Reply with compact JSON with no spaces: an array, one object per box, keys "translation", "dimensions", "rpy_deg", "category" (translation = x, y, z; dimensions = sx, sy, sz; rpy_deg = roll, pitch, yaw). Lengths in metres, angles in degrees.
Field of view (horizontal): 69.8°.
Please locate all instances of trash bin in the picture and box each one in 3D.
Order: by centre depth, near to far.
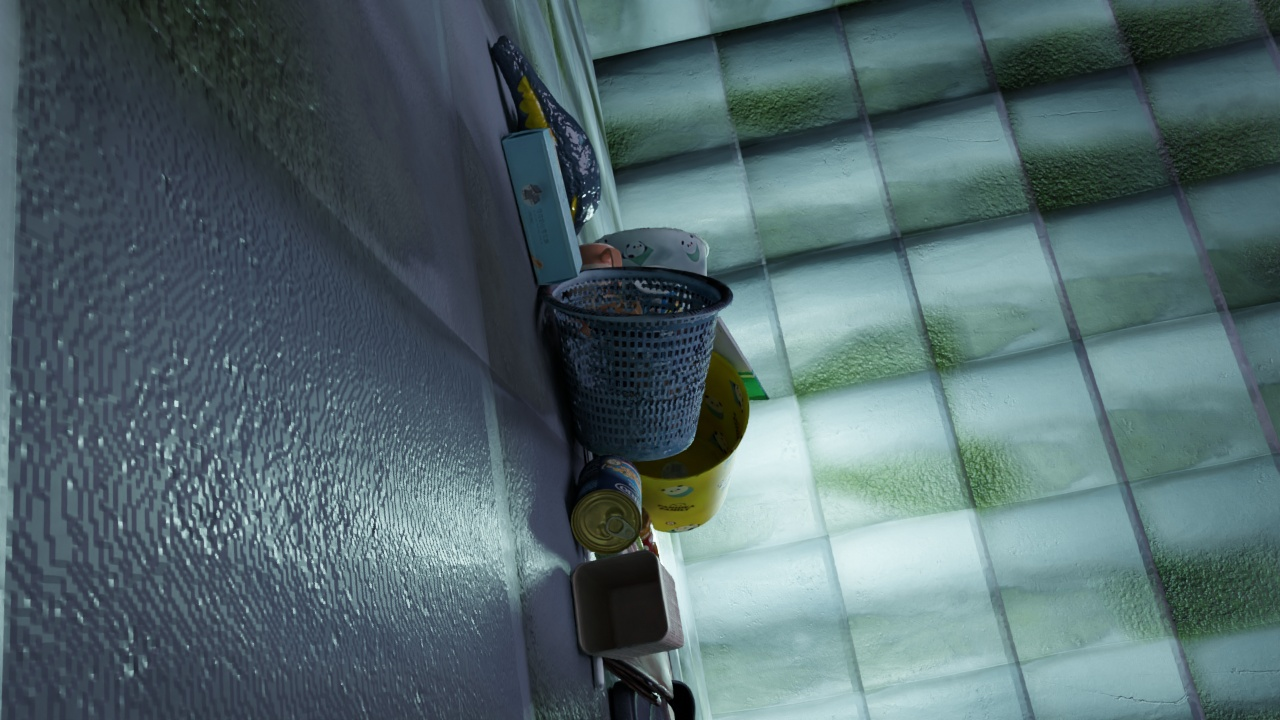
[{"translation":[-0.007,0.006,1.107],"dimensions":[0.226,0.226,0.195],"rpy_deg":[-92,-177,-71],"category":"trash bin"},{"translation":[0.047,0.133,1.405],"dimensions":[0.256,0.229,0.229],"rpy_deg":[83,-2,-57],"category":"trash bin"},{"translation":[0.017,-0.073,1.621],"dimensions":[0.230,0.230,0.251],"rpy_deg":[69,17,-71],"category":"trash bin"}]

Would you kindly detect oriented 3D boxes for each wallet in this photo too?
[{"translation":[-0.009,0.319,1.042],"dimensions":[0.101,0.032,0.124],"rpy_deg":[45,16,-23],"category":"wallet"}]

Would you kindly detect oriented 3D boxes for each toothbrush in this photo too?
[{"translation":[-0.048,0.263,0.979],"dimensions":[0.016,0.016,0.179],"rpy_deg":[60,17,-47],"category":"toothbrush"}]

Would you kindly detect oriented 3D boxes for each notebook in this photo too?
[{"translation":[0.094,0.002,1.404],"dimensions":[0.210,0.012,0.150],"rpy_deg":[-5,-58,58],"category":"notebook"}]

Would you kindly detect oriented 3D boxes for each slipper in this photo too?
[{"translation":[0.026,0.438,1.099],"dimensions":[0.268,0.083,0.110],"rpy_deg":[69,12,-63],"category":"slipper"}]

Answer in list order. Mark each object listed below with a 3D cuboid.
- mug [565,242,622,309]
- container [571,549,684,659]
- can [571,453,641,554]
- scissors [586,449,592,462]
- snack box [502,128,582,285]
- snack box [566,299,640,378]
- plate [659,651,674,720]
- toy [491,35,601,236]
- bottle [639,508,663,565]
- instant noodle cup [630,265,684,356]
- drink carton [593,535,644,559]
[{"translation":[-0.059,-0.108,1.304],"dimensions":[0.115,0.081,0.105],"rpy_deg":[-36,-125,50],"category":"mug"},{"translation":[-0.008,0.253,0.933],"dimensions":[0.111,0.090,0.089],"rpy_deg":[57,21,-63],"category":"container"},{"translation":[-0.036,0.157,1.022],"dimensions":[0.111,0.075,0.075],"rpy_deg":[-90,169,-75],"category":"can"},{"translation":[-0.070,0.103,1.197],"dimensions":[0.164,0.014,0.163],"rpy_deg":[-89,169,-69],"category":"scissors"},{"translation":[-0.112,-0.180,1.066],"dimensions":[0.074,0.051,0.175],"rpy_deg":[-86,164,-73],"category":"snack box"},{"translation":[-0.041,-0.018,1.247],"dimensions":[0.077,0.094,0.093],"rpy_deg":[-125,-162,-57],"category":"snack box"},{"translation":[0.022,0.461,1.328],"dimensions":[0.192,0.039,0.192],"rpy_deg":[-9,87,-87],"category":"plate"},{"translation":[-0.107,-0.246,1.180],"dimensions":[0.138,0.091,0.357],"rpy_deg":[49,-14,28],"category":"toy"},{"translation":[0.003,0.299,1.375],"dimensions":[0.057,0.057,0.175],"rpy_deg":[-96,175,-54],"category":"bottle"},{"translation":[0.019,-0.073,1.317],"dimensions":[0.099,0.099,0.110],"rpy_deg":[-97,-172,-50],"category":"instant noodle cup"},{"translation":[-0.014,0.245,1.051],"dimensions":[0.053,0.046,0.122],"rpy_deg":[30,28,-42],"category":"drink carton"}]
